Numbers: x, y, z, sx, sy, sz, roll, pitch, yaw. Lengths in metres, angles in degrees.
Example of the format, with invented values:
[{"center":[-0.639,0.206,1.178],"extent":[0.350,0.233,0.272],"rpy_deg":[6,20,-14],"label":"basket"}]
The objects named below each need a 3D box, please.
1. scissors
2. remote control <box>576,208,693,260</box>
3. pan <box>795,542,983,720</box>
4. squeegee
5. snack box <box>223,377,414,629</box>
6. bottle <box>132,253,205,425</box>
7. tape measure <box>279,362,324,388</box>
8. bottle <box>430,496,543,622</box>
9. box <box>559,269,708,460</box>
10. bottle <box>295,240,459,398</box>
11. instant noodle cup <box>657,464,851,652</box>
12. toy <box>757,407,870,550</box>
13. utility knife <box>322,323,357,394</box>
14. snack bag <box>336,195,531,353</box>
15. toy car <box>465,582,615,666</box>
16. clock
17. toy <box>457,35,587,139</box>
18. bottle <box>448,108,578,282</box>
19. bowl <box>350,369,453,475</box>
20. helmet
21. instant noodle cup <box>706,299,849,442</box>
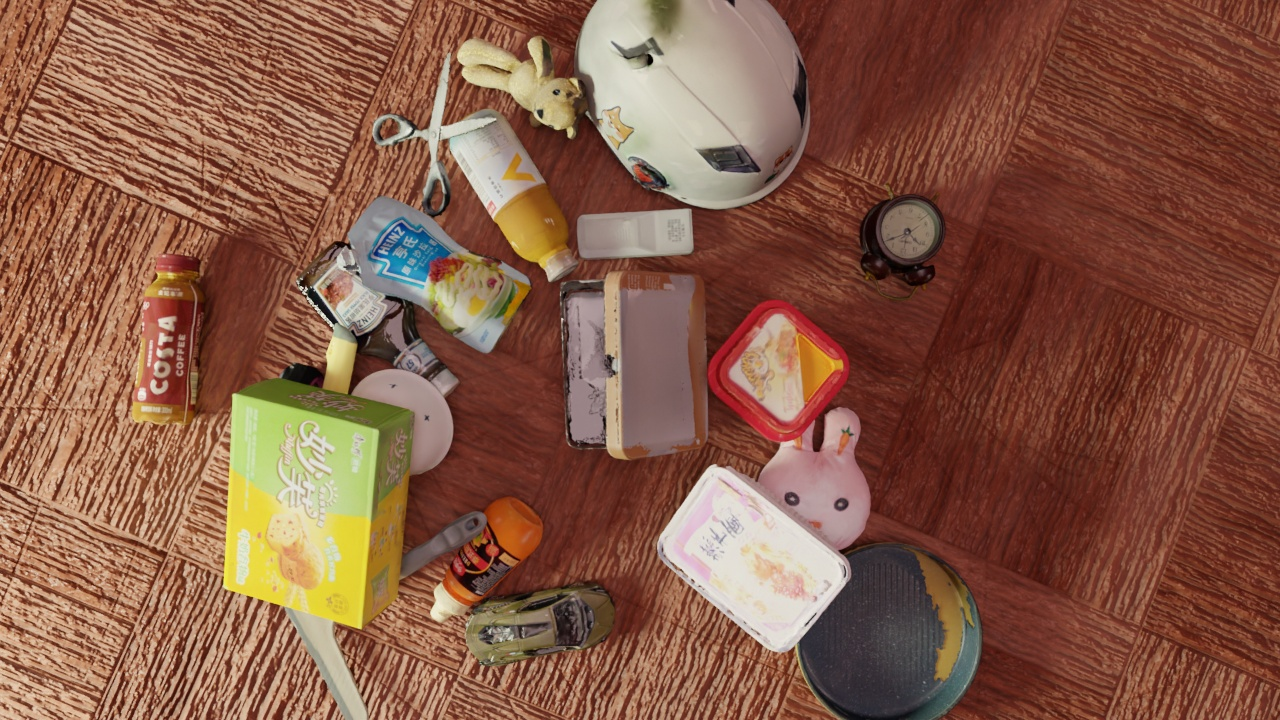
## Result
[{"center":[-0.211,-0.227,0.945],"extent":[0.180,0.014,0.159],"rpy_deg":[4,114,35],"label":"scissors"},{"center":[-0.006,-0.136,0.991],"extent":[0.125,0.024,0.049],"rpy_deg":[-4,88,-3],"label":"remote control"},{"center":[0.262,0.369,0.954],"extent":[0.197,0.078,0.357],"rpy_deg":[-1,88,-2],"label":"pan"},{"center":[-0.254,0.218,0.950],"extent":[0.247,0.039,0.246],"rpy_deg":[-32,84,12],"label":"squeegee"},{"center":[-0.313,0.136,0.888],"extent":[0.158,0.070,0.210],"rpy_deg":[12,105,12],"label":"snack box"},{"center":[-0.487,-0.022,0.952],"extent":[0.057,0.057,0.175],"rpy_deg":[5,87,-2],"label":"bottle"},{"center":[-0.357,0.033,0.954],"extent":[0.039,0.058,0.057],"rpy_deg":[14,55,2],"label":"tape measure"},{"center":[-0.167,0.213,0.956],"extent":[0.067,0.066,0.149],"rpy_deg":[40,94,0],"label":"bottle"},{"center":[-0.004,0.005,0.910],"extent":[0.152,0.174,0.182],"rpy_deg":[-3,87,-1],"label":"box"},{"center":[-0.271,-0.035,0.968],"extent":[0.080,0.044,0.195],"rpy_deg":[-44,91,2],"label":"bottle"},{"center":[0.119,0.194,0.937],"extent":[0.173,0.060,0.138],"rpy_deg":[38,117,15],"label":"instant noodle cup"},{"center":[0.183,0.125,0.974],"extent":[0.121,0.054,0.159],"rpy_deg":[3,81,6],"label":"toy"},{"center":[-0.330,0.068,0.959],"extent":[0.031,0.022,0.216],"rpy_deg":[16,94,-1],"label":"utility knife"},{"center":[-0.215,-0.092,0.958],"extent":[0.191,0.039,0.110],"rpy_deg":[31,65,-5],"label":"snack bag"},{"center":[-0.104,0.276,0.964],"extent":[0.158,0.042,0.070],"rpy_deg":[-11,89,-5],"label":"toy car"},{"center":[0.280,-0.124,0.984],"extent":[0.082,0.055,0.122],"rpy_deg":[10,89,-2],"label":"clock"},{"center":[-0.123,-0.288,0.955],"extent":[0.157,0.105,0.066],"rpy_deg":[31,46,20],"label":"toy"},{"center":[-0.129,-0.171,0.965],"extent":[0.068,0.068,0.189],"rpy_deg":[-32,89,-3],"label":"bottle"},{"center":[-0.258,0.073,0.935],"extent":[0.118,0.064,0.118],"rpy_deg":[2,105,9],"label":"bowl"},{"center":[0.061,-0.293,0.932],"extent":[0.230,0.157,0.274],"rpy_deg":[-44,90,-3],"label":"helmet"},{"center":[0.133,0.012,0.940],"extent":[0.116,0.124,0.116],"rpy_deg":[40,87,-1],"label":"instant noodle cup"}]
